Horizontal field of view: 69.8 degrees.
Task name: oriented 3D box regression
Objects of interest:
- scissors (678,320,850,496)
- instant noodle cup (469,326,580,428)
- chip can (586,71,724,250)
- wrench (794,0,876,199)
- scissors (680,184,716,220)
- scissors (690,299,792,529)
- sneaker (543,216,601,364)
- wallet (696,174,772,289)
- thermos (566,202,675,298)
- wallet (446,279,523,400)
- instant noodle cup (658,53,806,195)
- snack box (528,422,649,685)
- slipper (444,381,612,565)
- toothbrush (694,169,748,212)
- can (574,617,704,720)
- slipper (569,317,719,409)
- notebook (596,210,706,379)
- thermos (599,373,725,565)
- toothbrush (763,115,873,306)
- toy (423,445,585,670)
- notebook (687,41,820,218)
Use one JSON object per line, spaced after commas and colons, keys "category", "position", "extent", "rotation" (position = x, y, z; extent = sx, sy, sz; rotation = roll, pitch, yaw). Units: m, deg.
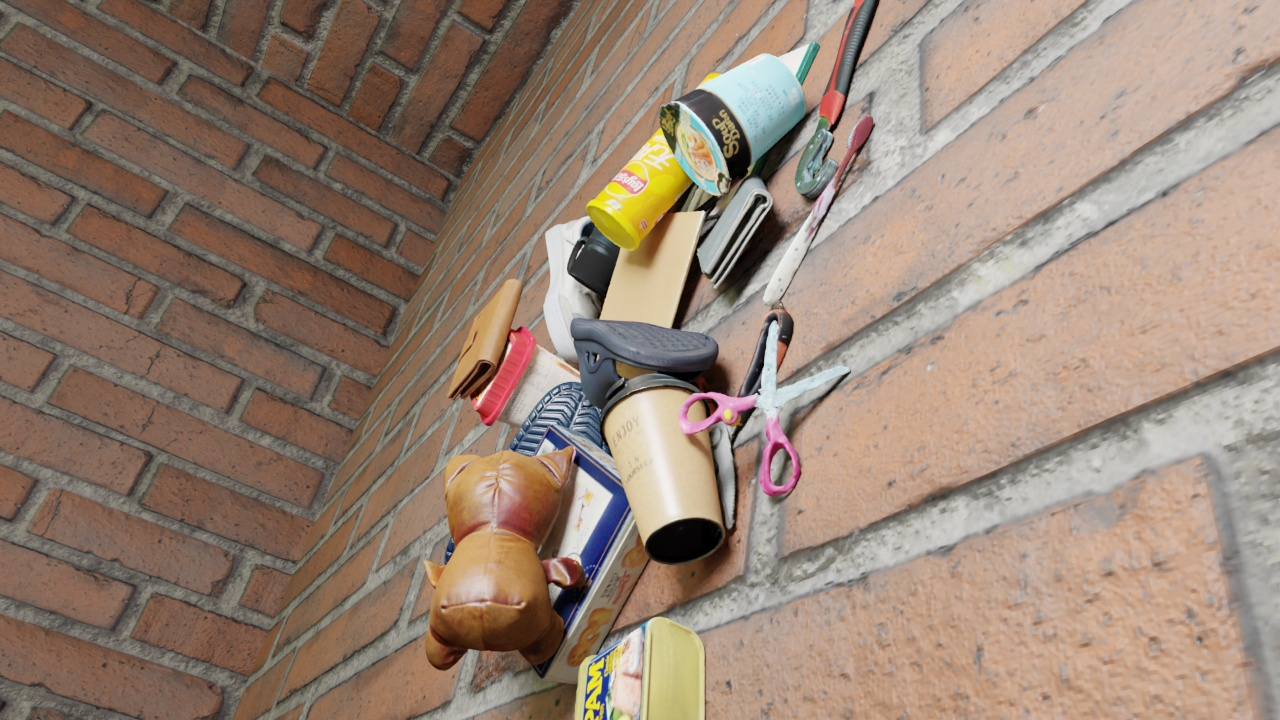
{"category": "scissors", "position": [0.093, 0.038, 0.672], "extent": [0.133, 0.017, 0.134], "rotation": [-23, 66, 15]}
{"category": "instant noodle cup", "position": [-0.126, 0.036, 1.102], "extent": [0.117, 0.124, 0.116], "rotation": [-60, 20, 4]}
{"category": "chip can", "position": [0.034, -0.219, 1.009], "extent": [0.213, 0.072, 0.072], "rotation": [-49, 18, -13]}
{"category": "wrench", "position": [0.192, -0.266, 0.882], "extent": [0.056, 0.016, 0.272], "rotation": [-25, 41, 58]}
{"category": "scissors", "position": [0.019, -0.094, 1.063], "extent": [0.222, 0.021, 0.231], "rotation": [-32, 38, 54]}
{"category": "scissors", "position": [0.073, 0.049, 0.771], "extent": [0.189, 0.015, 0.222], "rotation": [-52, 24, 25]}
{"category": "sneaker", "position": [-0.072, -0.100, 1.222], "extent": [0.091, 0.089, 0.241], "rotation": [-20, 48, 18]}
{"category": "wallet", "position": [0.094, -0.127, 0.902], "extent": [0.107, 0.037, 0.129], "rotation": [-59, 7, 17]}
{"category": "thermos", "position": [-0.007, -0.197, 1.139], "extent": [0.090, 0.068, 0.242], "rotation": [33, 88, 37]}
{"category": "wallet", "position": [-0.186, -0.024, 1.101], "extent": [0.108, 0.031, 0.131], "rotation": [-39, 29, 45]}
{"category": "instant noodle cup", "position": [0.099, -0.244, 0.929], "extent": [0.120, 0.111, 0.111], "rotation": [-36, 17, -11]}
{"category": "snack box", "position": [-0.071, 0.172, 0.850], "extent": [0.182, 0.045, 0.178], "rotation": [31, 93, 53]}
{"category": "slipper", "position": [-0.109, 0.143, 0.983], "extent": [0.253, 0.105, 0.095], "rotation": [-55, -8, 0]}
{"category": "toothbrush", "position": [0.052, -0.155, 1.009], "extent": [0.190, 0.017, 0.014], "rotation": [-37, 43, 42]}
{"category": "can", "position": [0.000, 0.241, 0.641], "extent": [0.083, 0.057, 0.101], "rotation": [-44, 27, 35]}
{"category": "slipper", "position": [-0.005, 0.005, 0.872], "extent": [0.268, 0.110, 0.083], "rotation": [-155, 69, -73]}
{"category": "notebook", "position": [-0.001, -0.064, 1.016], "extent": [0.148, 0.008, 0.207], "rotation": [10, 82, 57]}
{"category": "thermos", "position": [0.020, 0.083, 0.721], "extent": [0.093, 0.093, 0.143], "rotation": [-49, 35, 31]}
{"category": "toothbrush", "position": [0.154, -0.131, 0.803], "extent": [0.187, 0.016, 0.017], "rotation": [-62, 12, 1]}
{"category": "toy", "position": [-0.118, 0.162, 0.792], "extent": [0.131, 0.140, 0.199], "rotation": [94, 174, -54]}
{"category": "notebook", "position": [0.119, -0.255, 1.046], "extent": [0.209, 0.012, 0.150], "rotation": [-65, 22, -6]}
